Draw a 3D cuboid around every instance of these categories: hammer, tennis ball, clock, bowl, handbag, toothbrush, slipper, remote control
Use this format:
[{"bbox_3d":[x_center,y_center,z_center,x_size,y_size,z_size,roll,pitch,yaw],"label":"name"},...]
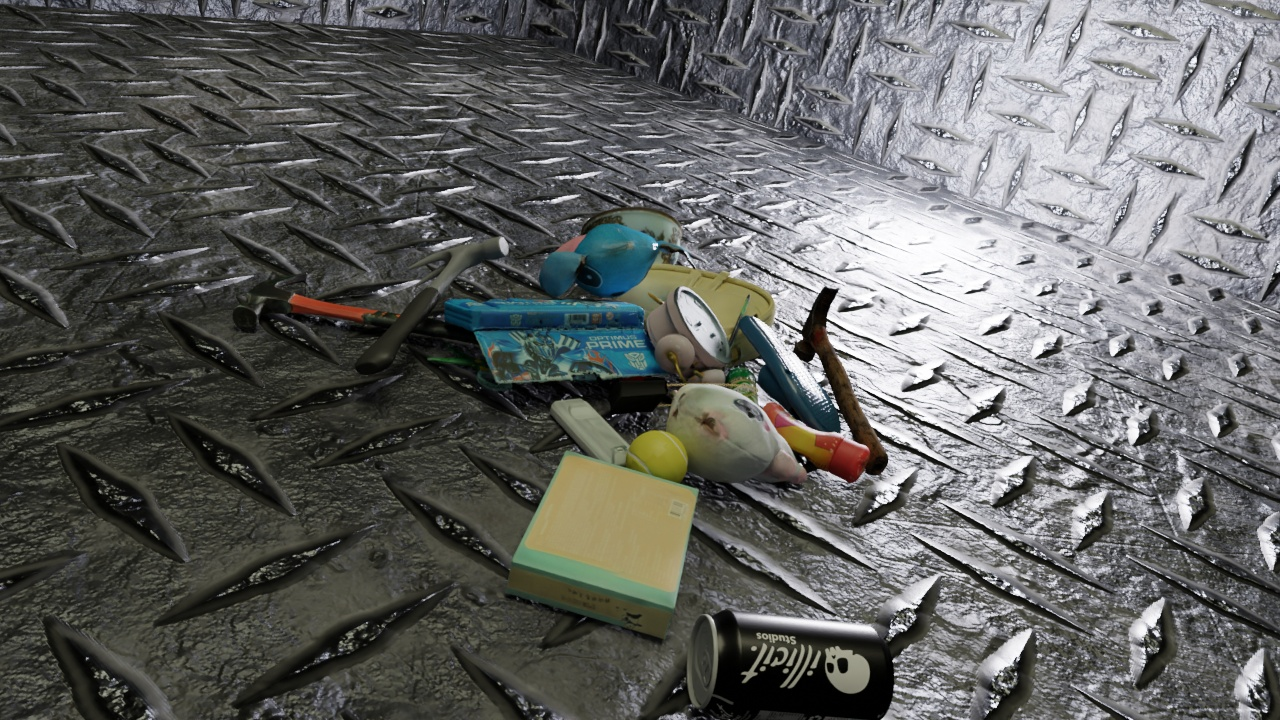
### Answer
[{"bbox_3d":[-0.262,-0.068,1.098,0.125,0.029,0.310,-11,27,19],"label":"hammer"},{"bbox_3d":[0.017,0.106,0.959,0.065,0.065,0.065,12,26,-6],"label":"tennis ball"},{"bbox_3d":[0.062,-0.019,1.169,0.116,0.059,0.157,37,30,-37],"label":"clock"},{"bbox_3d":[-0.013,-0.159,1.428,0.159,0.160,0.093,6,67,-17],"label":"bowl"},{"bbox_3d":[0.054,0.039,1.085,0.178,0.084,0.027,-2,71,-14],"label":"handbag"},{"bbox_3d":[0.119,-0.021,1.235,0.017,0.014,0.187,11,54,18],"label":"toothbrush"},{"bbox_3d":[0.184,0.024,1.195,0.103,0.059,0.213,24,29,-51],"label":"slipper"},{"bbox_3d":[-0.051,0.080,1.026,0.050,0.022,0.133,-6,32,-35],"label":"remote control"},{"bbox_3d":[0.271,0.028,1.225,0.033,0.120,0.329,9,32,-12],"label":"hammer"},{"bbox_3d":[-0.312,-0.049,1.138,0.333,0.033,0.133,11,24,-6],"label":"hammer"},{"bbox_3d":[0.071,-0.071,1.329,0.233,0.089,0.190,22,30,15],"label":"handbag"}]

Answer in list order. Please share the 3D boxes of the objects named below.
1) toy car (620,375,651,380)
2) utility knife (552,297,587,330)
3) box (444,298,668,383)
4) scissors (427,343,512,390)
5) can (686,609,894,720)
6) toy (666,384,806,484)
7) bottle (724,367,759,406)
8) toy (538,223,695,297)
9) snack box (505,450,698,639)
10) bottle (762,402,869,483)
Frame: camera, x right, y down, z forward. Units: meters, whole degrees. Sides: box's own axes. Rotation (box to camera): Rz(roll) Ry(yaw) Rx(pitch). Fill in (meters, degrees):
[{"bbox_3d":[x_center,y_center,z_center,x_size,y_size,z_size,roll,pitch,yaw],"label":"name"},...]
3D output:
[{"bbox_3d":[-0.007,0.007,1.197,0.038,0.025,0.089,11,25,-8],"label":"toy car"},{"bbox_3d":[-0.095,-0.046,1.257,0.020,0.029,0.174,3,26,-33],"label":"utility knife"},{"bbox_3d":[-0.098,-0.040,1.134,0.243,0.060,0.175,-3,30,-34],"label":"box"},{"bbox_3d":[-0.195,0.009,1.111,0.127,0.012,0.123,5,24,-19],"label":"scissors"},{"bbox_3d":[0.116,0.241,0.717,0.146,0.080,0.080,9,26,-11],"label":"can"},{"bbox_3d":[0.110,0.092,1.018,0.179,0.101,0.139,24,7,-26],"label":"toy"},{"bbox_3d":[0.129,0.050,1.161,0.042,0.043,0.109,13,27,-3],"label":"bottle"},{"bbox_3d":[-0.044,-0.138,1.267,0.223,0.099,0.192,-14,8,-25],"label":"toy"},{"bbox_3d":[-0.027,0.161,0.847,0.141,0.044,0.193,15,25,4],"label":"snack box"},{"bbox_3d":[0.203,0.098,1.087,0.134,0.048,0.071,26,3,20],"label":"bottle"}]
